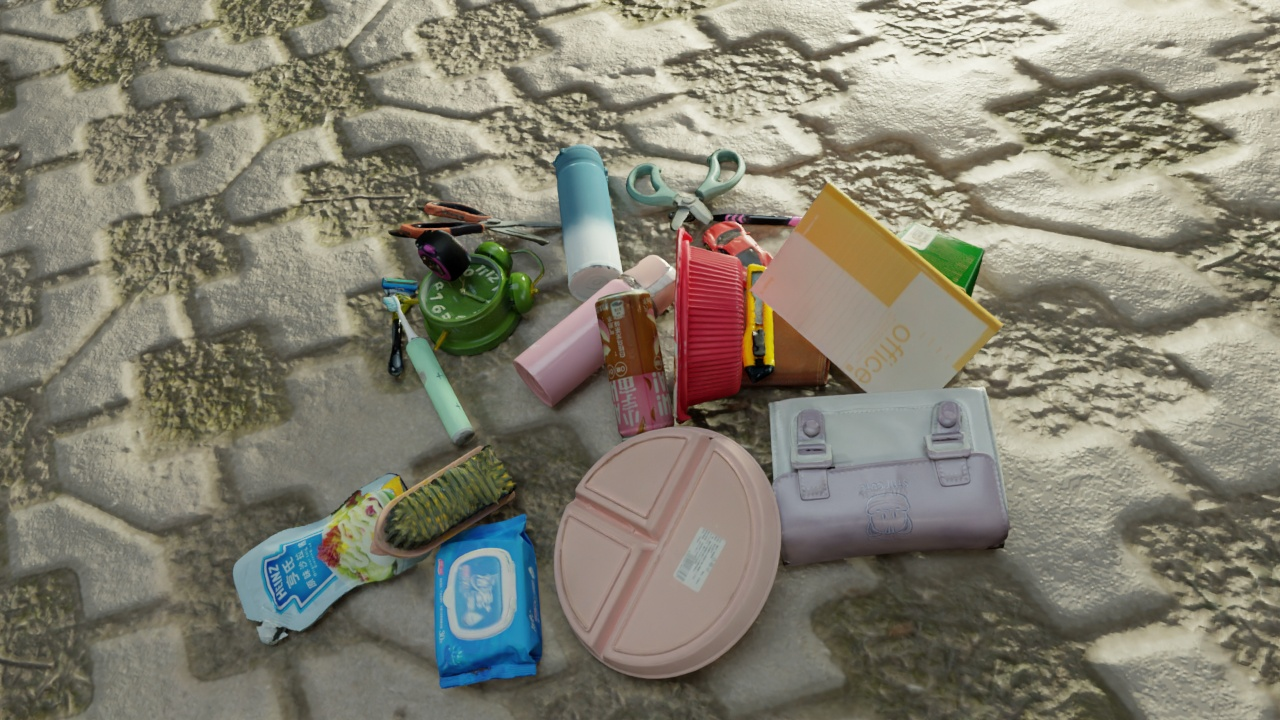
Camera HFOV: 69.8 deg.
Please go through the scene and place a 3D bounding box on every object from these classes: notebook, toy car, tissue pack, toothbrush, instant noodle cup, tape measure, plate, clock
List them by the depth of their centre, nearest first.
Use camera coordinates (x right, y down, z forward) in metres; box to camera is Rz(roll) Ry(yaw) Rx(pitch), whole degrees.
[{"bbox_3d":[0.015,0.163,0.820,0.230,0.028,0.229,-15,58,26],"label":"plate"},{"bbox_3d":[-0.143,0.219,0.849,0.095,0.052,0.157,-12,54,4],"label":"tissue pack"},{"bbox_3d":[0.217,-0.052,0.876,0.206,0.146,0.010,44,40,13],"label":"notebook"},{"bbox_3d":[0.066,-0.033,0.898,0.066,0.194,0.193,2,56,3],"label":"instant noodle cup"},{"bbox_3d":[-0.239,0.005,1.026,0.027,0.027,0.224,-8,51,-37],"label":"toothbrush"},{"bbox_3d":[-0.221,-0.116,1.027,0.058,0.057,0.039,21,64,43],"label":"tape measure"},{"bbox_3d":[0.111,-0.124,1.046,0.049,0.031,0.106,-29,52,-10],"label":"toy car"},{"bbox_3d":[-0.186,-0.077,1.063,0.161,0.056,0.116,-33,56,-12],"label":"clock"},{"bbox_3d":[0.124,-0.166,1.079,0.189,0.017,0.014,5,99,14],"label":"toothbrush"}]

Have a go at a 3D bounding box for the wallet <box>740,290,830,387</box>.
[{"bbox_3d":[0.151,-0.024,0.968,0.101,0.032,0.124,3,56,18],"label":"wallet"}]

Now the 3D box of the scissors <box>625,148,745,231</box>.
[{"bbox_3d":[0.069,-0.214,1.110,0.178,0.019,0.173,-25,41,-13],"label":"scissors"}]

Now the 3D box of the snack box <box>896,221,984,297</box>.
[{"bbox_3d":[0.280,-0.071,0.921,0.118,0.118,0.105,27,61,24],"label":"snack box"}]

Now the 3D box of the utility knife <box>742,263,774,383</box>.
[{"bbox_3d":[0.122,-0.043,0.961,0.033,0.015,0.154,-5,54,13],"label":"utility knife"}]

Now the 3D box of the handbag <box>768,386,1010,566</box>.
[{"bbox_3d":[0.217,0.103,0.827,0.197,0.098,0.144,-6,60,9],"label":"handbag"}]

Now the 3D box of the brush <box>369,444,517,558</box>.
[{"bbox_3d":[-0.191,0.141,0.879,0.145,0.073,0.063,-32,86,-40],"label":"brush"}]

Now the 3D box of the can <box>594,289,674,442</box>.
[{"bbox_3d":[-0.005,0.005,0.922,0.058,0.058,0.147,-11,88,5],"label":"can"}]

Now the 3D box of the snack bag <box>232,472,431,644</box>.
[{"bbox_3d":[-0.309,0.197,0.913,0.191,0.039,0.110,-29,66,-7],"label":"snack bag"}]

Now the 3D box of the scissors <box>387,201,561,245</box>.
[{"bbox_3d":[-0.197,-0.167,1.120,0.222,0.015,0.189,-3,23,-18],"label":"scissors"}]

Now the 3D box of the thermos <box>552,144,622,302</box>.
[{"bbox_3d":[-0.062,-0.170,1.096,0.070,0.070,0.220,-12,54,4],"label":"thermos"}]

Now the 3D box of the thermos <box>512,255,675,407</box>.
[{"bbox_3d":[-0.039,-0.036,0.986,0.198,0.087,0.067,-39,100,-14],"label":"thermos"}]

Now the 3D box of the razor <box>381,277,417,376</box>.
[{"bbox_3d":[-0.285,-0.037,1.079,0.042,0.022,0.142,2,53,-14],"label":"razor"}]
